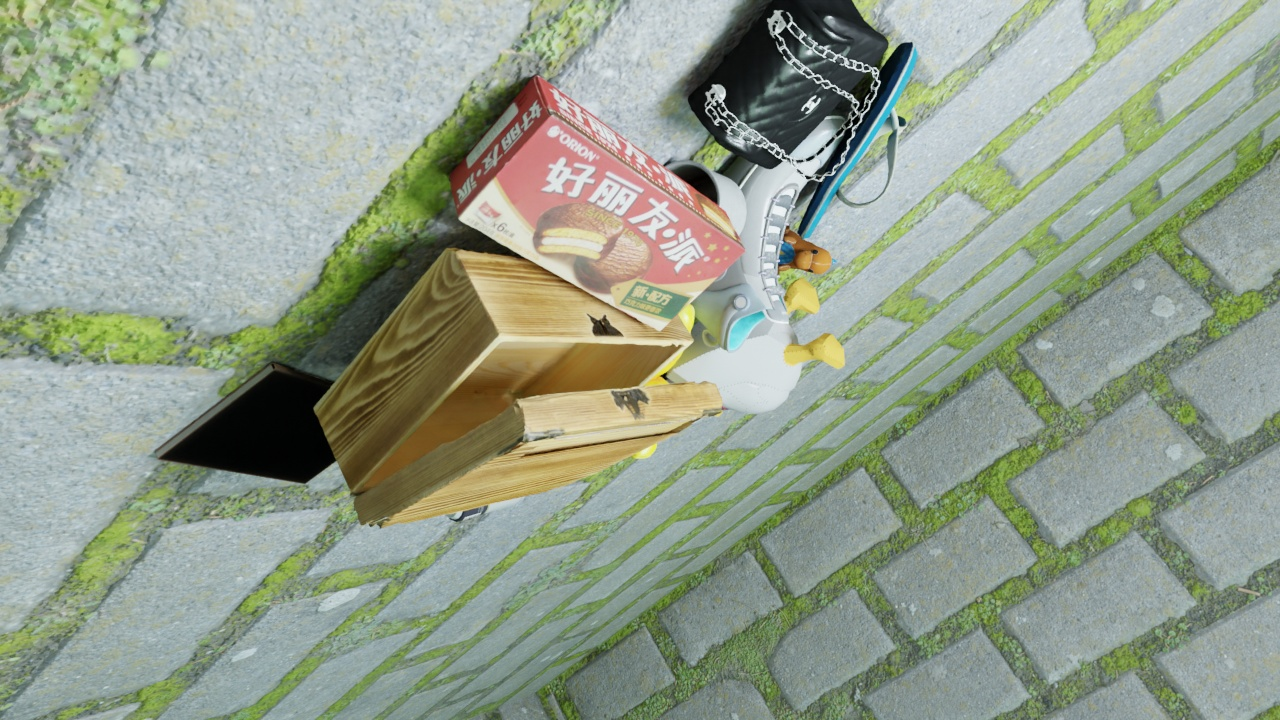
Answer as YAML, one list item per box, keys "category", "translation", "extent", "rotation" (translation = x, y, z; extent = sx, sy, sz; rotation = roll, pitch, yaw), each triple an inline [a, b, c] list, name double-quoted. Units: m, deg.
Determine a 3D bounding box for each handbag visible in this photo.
- category: "handbag"
  translation: [0.129, -0.230, 0.782]
  extent: [0.124, 0.114, 0.154]
  rotation: [-2, 148, -50]

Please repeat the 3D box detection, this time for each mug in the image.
- category: "mug"
  translation: [0.059, -0.134, 0.895]
  extent: [0.084, 0.113, 0.070]
  rotation: [-23, 168, 28]

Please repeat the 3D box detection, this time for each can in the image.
- category: "can"
  translation: [-0.211, 0.176, 1.257]
  extent: [0.127, 0.064, 0.064]
  rotation: [-11, 150, -45]

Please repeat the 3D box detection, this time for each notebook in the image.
- category: "notebook"
  translation: [-0.346, 0.069, 0.908]
  extent: [0.141, 0.008, 0.209]
  rotation: [-36, 159, 7]

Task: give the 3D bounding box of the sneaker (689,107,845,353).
- category: "sneaker"
  translation: [0.138, -0.129, 0.952]
  extent: [0.257, 0.160, 0.093]
  rotation: [-42, 158, 26]

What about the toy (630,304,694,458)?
- category: "toy"
  translation: [-0.006, 0.006, 1.021]
  extent: [0.087, 0.134, 0.194]
  rotation: [-42, 146, -60]

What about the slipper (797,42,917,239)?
- category: "slipper"
  translation: [0.240, -0.221, 0.972]
  extent: [0.296, 0.060, 0.118]
  rotation: [112, 0, -64]

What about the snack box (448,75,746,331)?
- category: "snack box"
  translation: [-0.029, -0.120, 0.761]
  extent: [0.113, 0.060, 0.236]
  rotation: [-42, 135, 22]

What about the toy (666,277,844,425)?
- category: "toy"
  translation: [0.109, 0.009, 1.134]
  extent: [0.268, 0.141, 0.246]
  rotation: [-30, 164, 28]

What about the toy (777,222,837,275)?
- category: "toy"
  translation: [0.206, -0.134, 1.136]
  extent: [0.102, 0.090, 0.071]
  rotation: [-12, 120, -45]

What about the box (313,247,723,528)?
- category: "box"
  translation: [-0.111, 0.045, 0.851]
  extent: [0.248, 0.176, 0.278]
  rotation: [-40, 160, 30]

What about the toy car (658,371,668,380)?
- category: "toy car"
  translation: [0.029, 0.017, 1.275]
  extent: [0.047, 0.047, 0.112]
  rotation: [-31, 165, -32]
